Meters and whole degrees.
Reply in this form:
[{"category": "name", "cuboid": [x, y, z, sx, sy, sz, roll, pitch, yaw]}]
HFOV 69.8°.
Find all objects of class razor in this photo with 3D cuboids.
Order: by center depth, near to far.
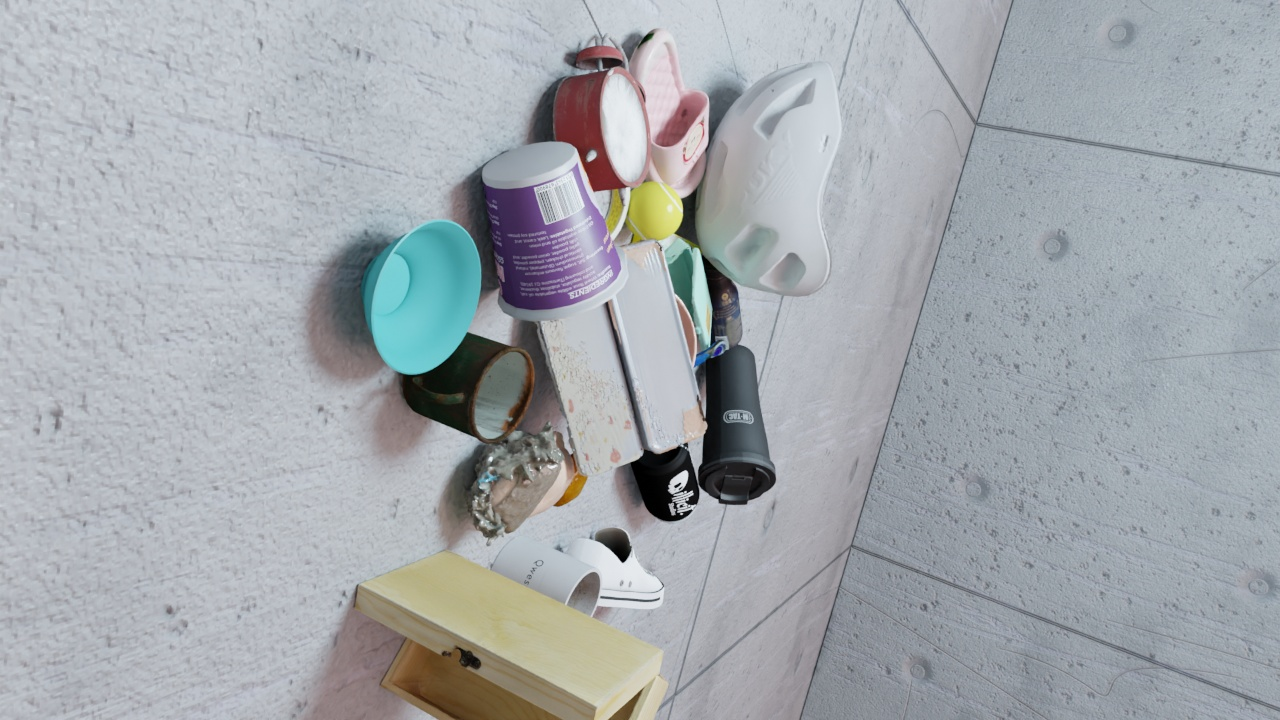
[{"category": "razor", "cuboid": [0.062, 0.000, 1.110, 0.140, 0.018, 0.044, -24, 125, -44]}]

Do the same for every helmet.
[{"category": "helmet", "cuboid": [0.169, -0.226, 1.118, 0.224, 0.183, 0.282, -130, -120, -75]}]

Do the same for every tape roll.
[{"category": "tape roll", "cuboid": [-0.042, -0.163, 0.948, 0.093, 0.019, 0.094, -42, 141, -46]}]

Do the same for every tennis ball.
[{"category": "tennis ball", "cuboid": [0.014, -0.163, 1.007, 0.065, 0.065, 0.065, -43, 142, -46]}]

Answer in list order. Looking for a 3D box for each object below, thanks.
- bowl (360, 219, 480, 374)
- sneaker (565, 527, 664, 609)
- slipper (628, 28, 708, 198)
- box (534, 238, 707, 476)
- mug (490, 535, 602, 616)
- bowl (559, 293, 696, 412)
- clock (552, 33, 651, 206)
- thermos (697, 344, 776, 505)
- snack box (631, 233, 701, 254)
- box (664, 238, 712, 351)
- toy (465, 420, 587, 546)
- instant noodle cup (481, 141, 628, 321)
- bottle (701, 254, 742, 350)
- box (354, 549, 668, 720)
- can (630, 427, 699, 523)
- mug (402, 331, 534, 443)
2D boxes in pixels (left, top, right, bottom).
[{"category": "bowl", "cuboid": [-0.180, -0.054, 0.710, 0.120, 0.046, 0.121, -43, 142, -46]}, {"category": "sneaker", "cuboid": [-0.035, 0.266, 1.187, 0.245, 0.091, 0.097, 33, 61, -62]}, {"category": "slipper", "cuboid": [0.034, -0.259, 0.996, 0.106, 0.056, 0.222, -60, 153, -20]}, {"category": "box", "cuboid": [-0.024, -0.003, 0.924, 0.150, 0.043, 0.216, -17, 100, -18]}, {"category": "mug", "cuboid": [-0.112, 0.265, 1.001, 0.119, 0.096, 0.083, -66, 154, -12]}, {"category": "bowl", "cuboid": [-0.024, -0.015, 0.984, 0.152, 0.076, 0.153, -1, 93, -23]}, {"category": "clock", "cuboid": [-0.037, -0.232, 0.865, 0.110, 0.062, 0.156, 40, 52, -57]}, {"category": "thermos", "cuboid": [0.132, 0.084, 1.295, 0.106, 0.106, 0.218, 70, 17, -53]}, {"category": "snack box", "cuboid": [0.030, -0.124, 1.113, 0.148, 0.026, 0.061, 10, 98, -64]}, {"category": "box", "cuboid": [0.066, -0.066, 1.106, 0.077, 0.080, 0.189, -44, 159, -8]}, {"category": "toy", "cuboid": [-0.110, 0.118, 0.932, 0.133, 0.076, 0.175, -50, 155, 11]}, {"category": "instant noodle cup", "cuboid": [-0.077, -0.122, 0.806, 0.136, 0.122, 0.122, -40, 131, -35]}, {"category": "bottle", "cuboid": [0.108, -0.081, 1.262, 0.056, 0.056, 0.161, -56, 151, -31]}, {"category": "box", "cuboid": [-0.112, 0.270, 0.827, 0.141, 0.249, 0.185, -51, 148, -39]}, {"category": "can", "cuboid": [0.034, 0.155, 1.241, 0.080, 0.080, 0.146, -57, 151, -29]}, {"category": "mug", "cuboid": [-0.154, 0.020, 0.771, 0.110, 0.081, 0.085, -9, 115, -62]}]
